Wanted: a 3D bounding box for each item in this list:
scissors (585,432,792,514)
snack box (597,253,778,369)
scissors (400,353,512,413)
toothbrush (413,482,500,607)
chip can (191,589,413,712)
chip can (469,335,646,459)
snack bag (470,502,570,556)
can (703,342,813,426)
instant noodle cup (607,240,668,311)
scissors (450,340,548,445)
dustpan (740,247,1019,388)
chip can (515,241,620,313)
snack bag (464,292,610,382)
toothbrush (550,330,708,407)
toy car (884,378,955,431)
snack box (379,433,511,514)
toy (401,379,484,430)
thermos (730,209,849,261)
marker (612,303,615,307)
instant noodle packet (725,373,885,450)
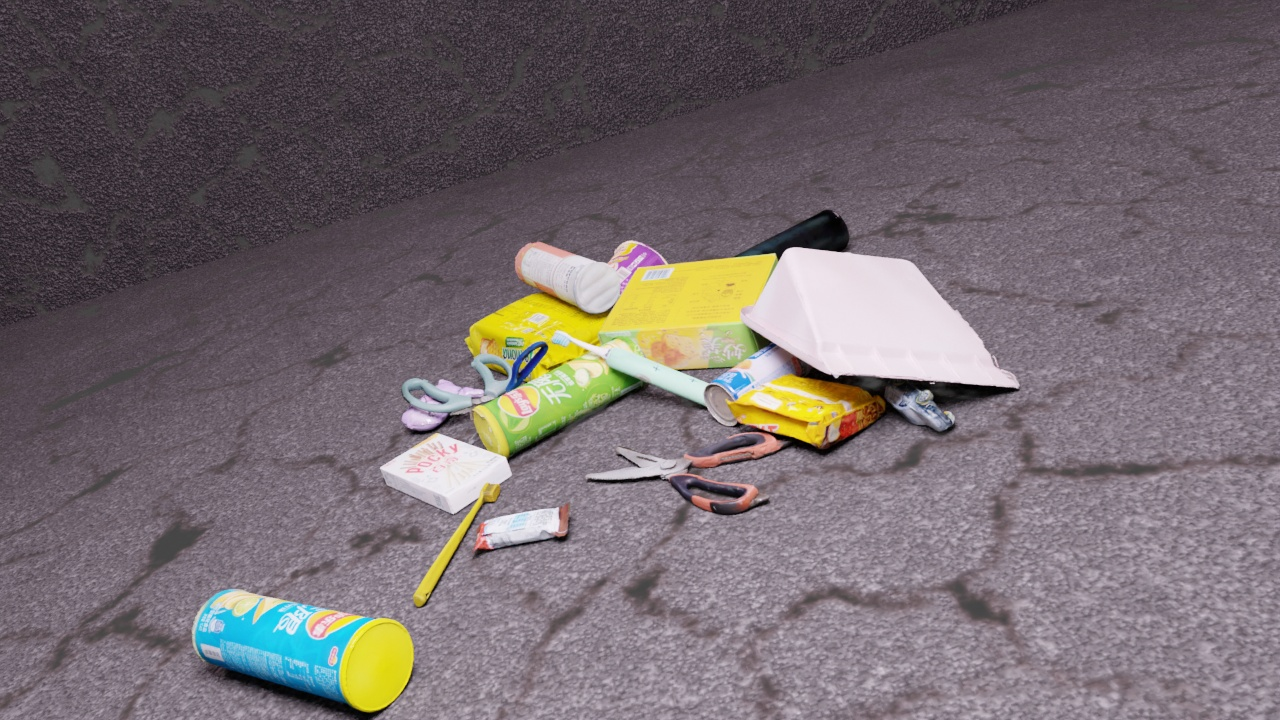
[{"bbox_3d":[0.049,0.110,0.925,0.226,0.015,0.188,-17,23,1],"label":"scissors"},{"bbox_3d":[0.070,-0.061,1.196,0.210,0.070,0.157,-3,37,27],"label":"snack box"},{"bbox_3d":[-0.238,0.041,1.211,0.181,0.019,0.170,-3,33,-13],"label":"scissors"},{"bbox_3d":[-0.181,0.179,0.923,0.017,0.016,0.189,-3,25,16],"label":"toothbrush"},{"bbox_3d":[-0.292,0.242,0.783,0.211,0.071,0.071,-1,27,34],"label":"chip can"},{"bbox_3d":[-0.091,0.042,1.105,0.220,0.073,0.073,-27,25,-25],"label":"chip can"},{"bbox_3d":[-0.118,0.165,0.898,0.104,0.026,0.048,-13,29,8],"label":"snack bag"},{"bbox_3d":[0.135,0.019,1.023,0.134,0.053,0.053,-31,26,-31],"label":"can"},{"bbox_3d":[-0.020,-0.105,1.365,0.112,0.111,0.099,6,41,43],"label":"instant noodle cup"},{"bbox_3d":[-0.156,0.044,1.119,0.012,0.173,0.162,48,18,26],"label":"scissors"},{"bbox_3d":[0.231,-0.017,0.992,0.222,0.139,0.273,6,41,-18],"label":"dustpan"},{"bbox_3d":[-0.111,-0.123,1.326,0.071,0.071,0.215,-26,26,-22],"label":"chip can"},{"bbox_3d":[-0.140,-0.038,1.331,0.157,0.068,0.247,-30,27,-29],"label":"snack bag"},{"bbox_3d":[-0.006,0.006,1.072,0.225,0.026,0.027,22,62,20],"label":"toothbrush"},{"bbox_3d":[0.269,0.043,0.893,0.034,0.043,0.090,-44,20,4],"label":"toy car"},{"bbox_3d":[-0.227,0.128,1.061,0.084,0.027,0.157,-33,28,-34],"label":"snack box"},{"bbox_3d":[-0.271,0.062,1.229,0.084,0.039,0.107,9,32,31],"label":"toy"},{"bbox_3d":[0.189,-0.151,1.355,0.242,0.068,0.090,-27,29,-22],"label":"thermos"},{"bbox_3d":[0.015,-0.077,1.320,0.124,0.018,0.015,-3,-9,-31],"label":"marker"},{"bbox_3d":[0.164,0.049,0.935,0.110,0.044,0.128,-16,21,-38],"label":"instant noodle packet"}]
